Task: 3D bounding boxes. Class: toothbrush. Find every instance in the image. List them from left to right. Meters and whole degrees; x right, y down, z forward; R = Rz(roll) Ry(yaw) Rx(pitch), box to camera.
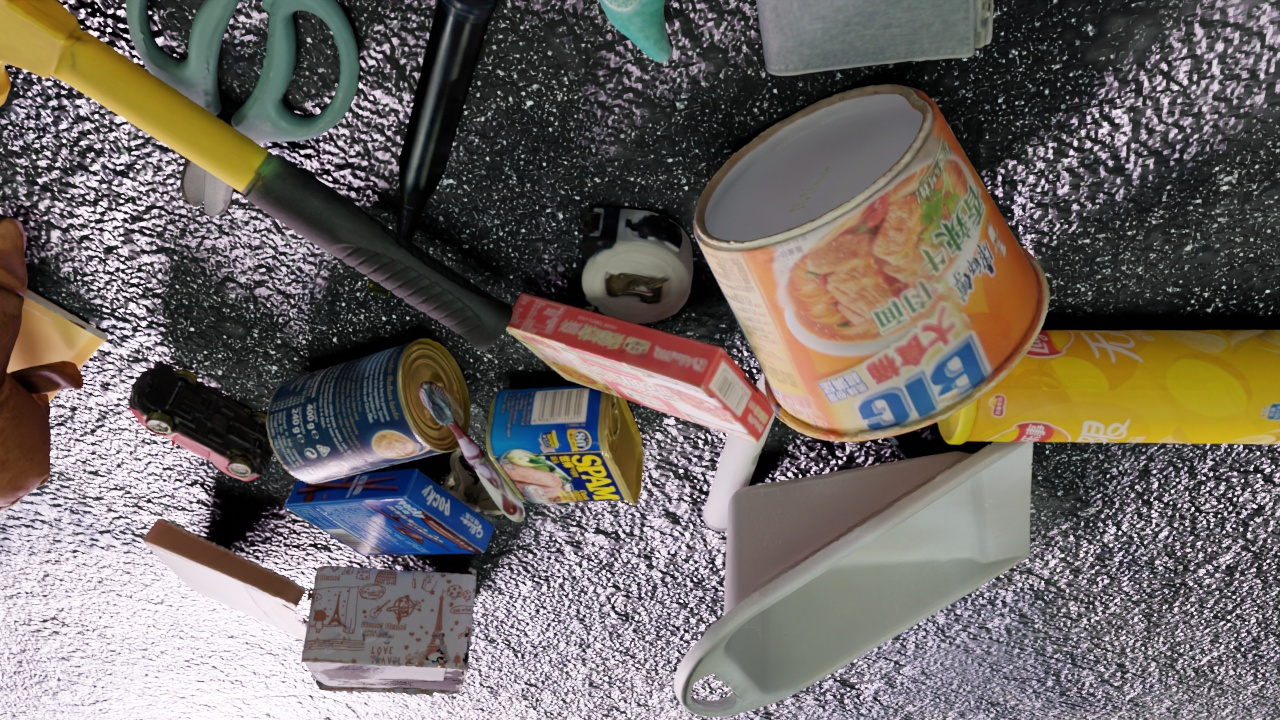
[{"bbox_3d":[-0.117,-0.105,0.489,0.027,0.026,0.213,12,138,-20],"label":"toothbrush"},{"bbox_3d":[-0.105,0.068,0.602,0.016,0.017,0.188,-31,146,-9],"label":"toothbrush"},{"bbox_3d":[0.075,0.048,0.632,0.026,0.026,0.222,18,137,7],"label":"toothbrush"}]

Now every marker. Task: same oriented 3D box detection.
[{"bbox_3d":[0.178,0.048,0.629,0.022,0.020,0.132,-45,122,6],"label":"marker"}]

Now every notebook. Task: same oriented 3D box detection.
[{"bbox_3d":[-0.482,-0.008,0.637,0.207,0.010,0.146,-31,126,32],"label":"notebook"}]

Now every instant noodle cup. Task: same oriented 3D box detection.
[{"bbox_3d":[0.103,-0.053,0.445,0.152,0.151,0.111,-21,123,25],"label":"instant noodle cup"}]

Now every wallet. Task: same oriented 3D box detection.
[{"bbox_3d":[0.095,-0.185,0.377,0.107,0.036,0.130,1,137,20],"label":"wallet"}]

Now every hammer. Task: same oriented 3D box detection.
[{"bbox_3d":[-0.195,-0.095,0.472,0.300,0.032,0.129,34,134,-24],"label":"hammer"}]

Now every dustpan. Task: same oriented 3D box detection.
[{"bbox_3d":[0.155,0.177,0.660,0.258,0.142,0.223,-8,147,18],"label":"dustpan"}]

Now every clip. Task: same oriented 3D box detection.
[{"bbox_3d":[-0.117,0.104,0.705,0.096,0.035,0.101,2,141,6],"label":"clip"}]

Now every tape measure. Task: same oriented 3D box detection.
[{"bbox_3d":[-0.003,-0.053,0.527,0.066,0.033,0.066,4,138,2],"label":"tape measure"}]

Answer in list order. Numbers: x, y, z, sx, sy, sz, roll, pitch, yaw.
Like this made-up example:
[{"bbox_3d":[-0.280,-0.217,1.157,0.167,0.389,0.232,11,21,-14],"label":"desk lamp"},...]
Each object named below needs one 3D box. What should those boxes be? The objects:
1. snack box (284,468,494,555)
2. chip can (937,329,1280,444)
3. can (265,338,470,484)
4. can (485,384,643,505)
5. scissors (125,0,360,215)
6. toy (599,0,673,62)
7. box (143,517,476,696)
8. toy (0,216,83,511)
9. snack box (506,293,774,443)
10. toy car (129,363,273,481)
[{"bbox_3d":[-0.195,0.119,0.706,0.157,0.026,0.084,-10,137,38],"label":"snack box"},{"bbox_3d":[0.290,0.016,0.546,0.213,0.071,0.072,1,137,4],"label":"chip can"},{"bbox_3d":[-0.180,0.035,0.607,0.111,0.075,0.075,-15,133,20],"label":"can"},{"bbox_3d":[-0.049,0.059,0.627,0.083,0.057,0.102,-4,146,12],"label":"can"},{"bbox_3d":[-0.193,-0.128,0.478,0.129,0.019,0.186,11,138,-5],"label":"scissors"},{"bbox_3d":[0.002,-0.186,0.384,0.096,0.030,0.092,46,136,-11],"label":"toy"},{"bbox_3d":[-0.275,0.215,0.777,0.260,0.102,0.179,8,152,-10],"label":"box"},{"bbox_3d":[-0.432,0.002,0.565,0.130,0.139,0.200,42,139,21],"label":"toy"},{"bbox_3d":[-0.003,0.003,0.527,0.153,0.025,0.075,17,162,38],"label":"snack box"},{"bbox_3d":[-0.309,0.044,0.648,0.031,0.049,0.106,-29,129,29],"label":"toy car"}]
